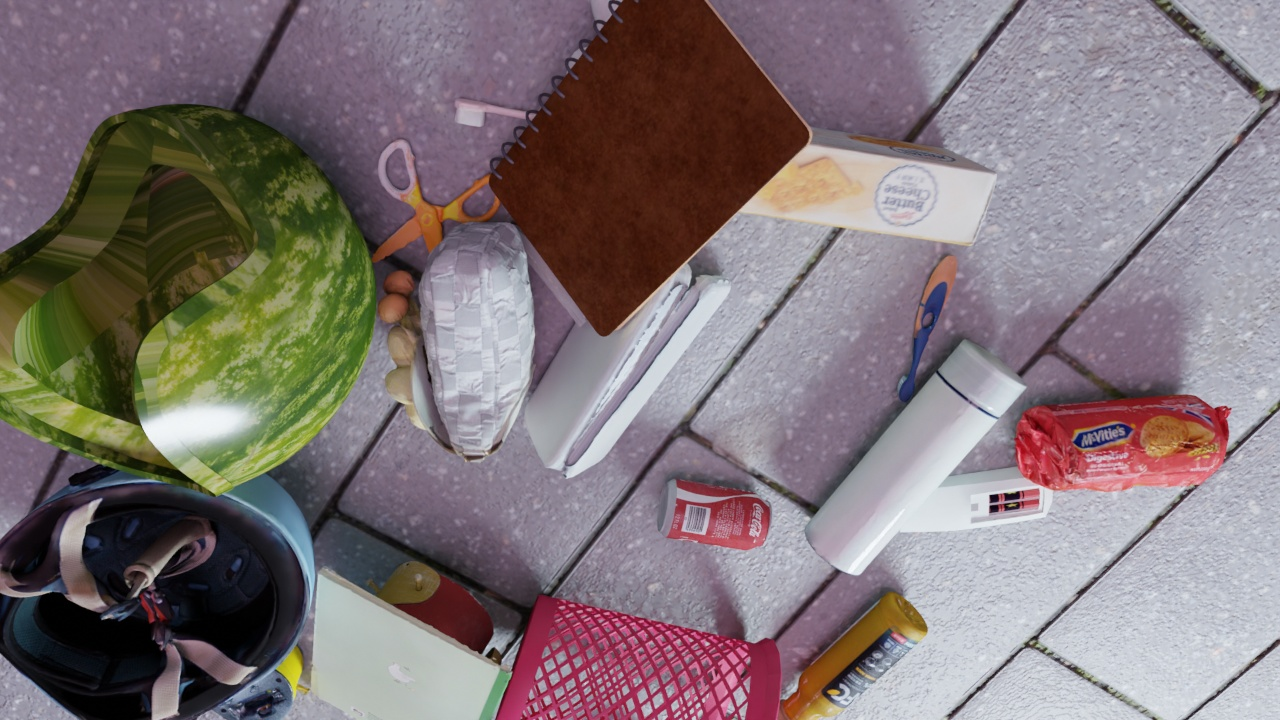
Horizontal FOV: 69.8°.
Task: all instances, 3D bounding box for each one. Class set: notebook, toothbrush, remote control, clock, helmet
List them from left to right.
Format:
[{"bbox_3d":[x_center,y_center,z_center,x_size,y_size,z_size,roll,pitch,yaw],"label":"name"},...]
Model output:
[{"bbox_3d":[-0.391,0.170,0.768,0.266,0.166,0.225,-24,114,11],"label":"helmet"},{"bbox_3d":[-0.300,-0.041,0.643,0.213,0.246,0.243,9,156,21],"label":"helmet"},{"bbox_3d":[-0.378,0.297,0.885,0.083,0.057,0.119,-24,113,9],"label":"clock"},{"bbox_3d":[-0.219,0.294,0.836,0.182,0.010,0.253,27,135,5],"label":"notebook"},{"bbox_3d":[-0.188,0.260,0.857,0.117,0.081,0.159,-14,119,36],"label":"clock"},{"bbox_3d":[-0.053,-0.179,0.710,0.181,0.015,0.018,8,120,-5],"label":"toothbrush"},{"bbox_3d":[-0.006,-0.145,0.647,0.226,0.024,0.167,-42,81,37],"label":"notebook"},{"bbox_3d":[0.245,-0.027,0.791,0.021,0.017,0.135,9,111,-10],"label":"toothbrush"},{"bbox_3d":[0.313,0.132,0.857,0.143,0.024,0.050,-8,114,1],"label":"remote control"}]

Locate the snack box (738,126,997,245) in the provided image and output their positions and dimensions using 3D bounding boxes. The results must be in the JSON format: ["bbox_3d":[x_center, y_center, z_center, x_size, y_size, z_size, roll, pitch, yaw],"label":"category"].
[{"bbox_3d":[0.143,-0.138,0.687,0.208,0.104,0.058,7,112,-5],"label":"snack box"}]

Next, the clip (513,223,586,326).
[{"bbox_3d":[-0.061,-0.082,0.736,0.054,0.038,0.101,-39,94,9],"label":"clip"}]

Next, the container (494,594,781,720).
[{"bbox_3d":[-0.009,0.314,0.855,0.226,0.183,0.183,19,112,-2],"label":"container"}]

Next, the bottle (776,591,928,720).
[{"bbox_3d":[0.203,0.311,0.916,0.053,0.053,0.186,35,108,-16],"label":"bottle"}]

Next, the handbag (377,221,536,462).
[{"bbox_3d":[-0.143,-0.024,0.720,0.123,0.112,0.172,6,119,6],"label":"handbag"}]

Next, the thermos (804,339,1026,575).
[{"bbox_3d":[0.239,0.088,0.812,0.068,0.067,0.230,29,109,-14],"label":"thermos"}]

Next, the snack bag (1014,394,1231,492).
[{"bbox_3d":[0.420,0.075,0.808,0.176,0.082,0.082,-6,114,1],"label":"snack bag"}]

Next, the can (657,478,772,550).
[{"bbox_3d":[0.067,0.141,0.836,0.096,0.054,0.054,10,113,-7],"label":"can"}]

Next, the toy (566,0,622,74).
[{"bbox_3d":[-0.017,-0.211,0.680,0.076,0.037,0.125,18,100,-1],"label":"toy"}]

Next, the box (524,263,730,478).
[{"bbox_3d":[0.001,0.009,0.760,0.109,0.107,0.217,22,113,-29],"label":"box"}]

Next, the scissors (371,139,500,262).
[{"bbox_3d":[-0.172,-0.120,0.733,0.125,0.011,0.129,-34,110,11],"label":"scissors"}]
